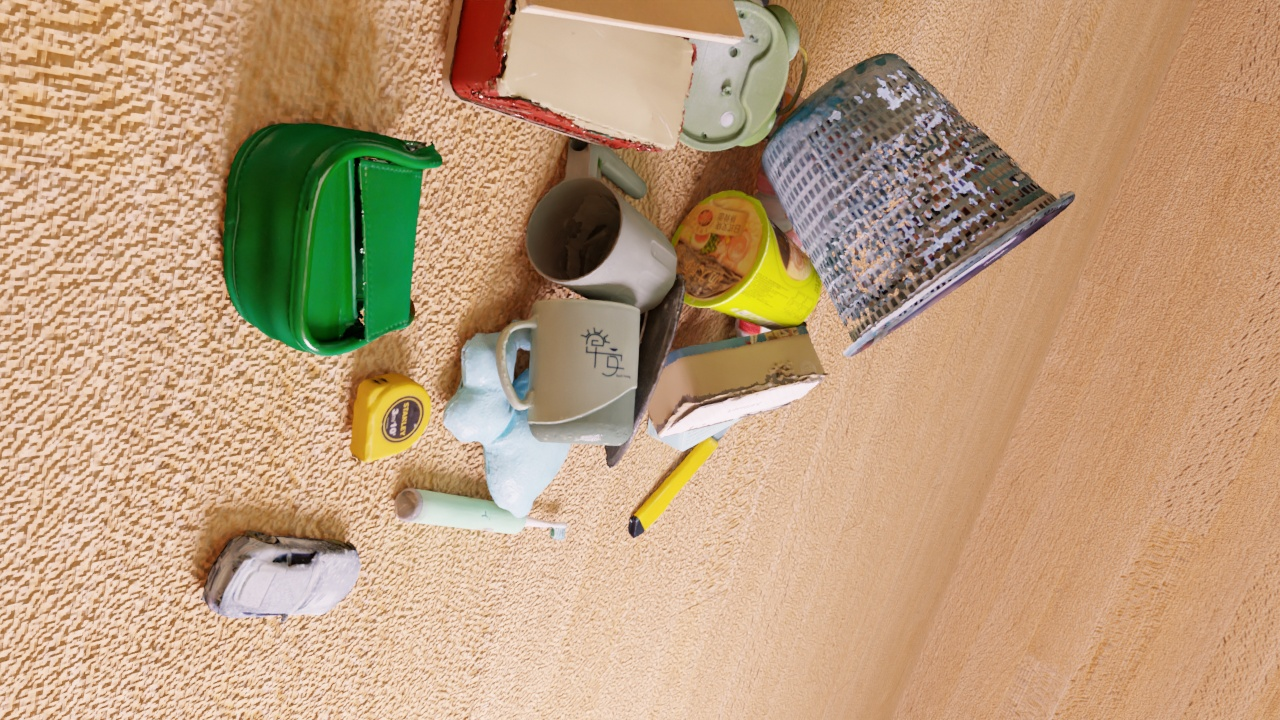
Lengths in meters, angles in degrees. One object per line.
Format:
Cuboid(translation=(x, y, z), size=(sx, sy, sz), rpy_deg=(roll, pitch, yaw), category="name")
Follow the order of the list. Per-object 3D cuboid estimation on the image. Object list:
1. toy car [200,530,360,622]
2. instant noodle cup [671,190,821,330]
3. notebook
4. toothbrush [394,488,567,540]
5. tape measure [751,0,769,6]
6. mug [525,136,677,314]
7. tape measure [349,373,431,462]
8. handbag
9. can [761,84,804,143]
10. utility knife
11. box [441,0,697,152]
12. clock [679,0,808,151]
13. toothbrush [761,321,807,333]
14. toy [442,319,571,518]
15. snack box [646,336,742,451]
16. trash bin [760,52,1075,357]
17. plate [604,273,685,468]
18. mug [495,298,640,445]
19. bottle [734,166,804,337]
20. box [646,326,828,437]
Cuboid(translation=(-0.239, 0.149, 0.626), size=(0.120, 0.037, 0.054), rpy_deg=(25, 91, -61), category="toy car")
Cuboid(translation=(0.106, -0.083, 0.859), size=(0.123, 0.112, 0.111), rpy_deg=(23, 93, -45), category="instant noodle cup")
Cuboid(translation=(-0.015, -0.284, 0.585), size=(0.210, 0.012, 0.149), rpy_deg=(-15, 91, -48), category="notebook")
Cuboid(translation=(-0.126, 0.134, 0.787), size=(0.224, 0.026, 0.027), rpy_deg=(26, 65, -58), category="toothbrush")
Cuboid(translation=(0.078, -0.279, 0.777), size=(0.065, 0.033, 0.066), rpy_deg=(-30, 135, -39), category="tape measure")
Cuboid(translation=(-0.025, -0.105, 0.722), size=(0.103, 0.084, 0.123), rpy_deg=(28, 64, -59), category="mug")
Cuboid(translation=(-0.176, 0.037, 0.641), size=(0.057, 0.029, 0.060), rpy_deg=(-14, 123, -50), category="tape measure")
Cuboid(translation=(-0.175, -0.071, 0.539), size=(0.120, 0.068, 0.131), rpy_deg=(-19, 127, -58), category="handbag")
Cuboid(translation=(0.125, -0.231, 0.859), size=(0.134, 0.053, 0.053), rpy_deg=(8, 106, -57), category="can")
Cuboid(translation=(0.057, 0.120, 1.046), size=(0.214, 0.015, 0.033), rpy_deg=(-45, 143, -23), category="utility knife")
Cuboid(translation=(-0.036, -0.192, 0.605), size=(0.168, 0.077, 0.091), rpy_deg=(4, 100, -48), category="box")
Cuboid(translation=(0.069, -0.230, 0.731), size=(0.161, 0.056, 0.116), rpy_deg=(0, 122, -30), category="clock")
Cuboid(translation=(0.090, -0.011, 0.937), size=(0.185, 0.012, 0.017), rpy_deg=(-16, 138, -20), category="toothbrush")
Cuboid(translation=(-0.099, 0.049, 0.743), size=(0.156, 0.050, 0.161), rpy_deg=(13, 92, -51), category="toy")
Cuboid(translation=(0.081, 0.030, 0.985), size=(0.174, 0.052, 0.074), rpy_deg=(-23, 128, -46), category="snack box")
Cuboid(translation=(0.217, -0.144, 0.800), size=(0.226, 0.195, 0.227), rpy_deg=(-33, 170, -7), category="trash bin")
Cuboid(translation=(-0.005, 0.005, 0.794), size=(0.179, 0.024, 0.179), rpy_deg=(-160, -88, -82), category="plate")
Cuboid(translation=(-0.056, 0.010, 0.700), size=(0.111, 0.082, 0.106), rpy_deg=(6, 85, -26), category="mug")
Cuboid(translation=(0.136, -0.106, 0.954), size=(0.068, 0.068, 0.197), rpy_deg=(-33, 136, -39), category="bottle")
Cuboid(translation=(0.082, 0.020, 0.861), size=(0.184, 0.061, 0.090), rpy_deg=(-8, 159, -34), category="box")
